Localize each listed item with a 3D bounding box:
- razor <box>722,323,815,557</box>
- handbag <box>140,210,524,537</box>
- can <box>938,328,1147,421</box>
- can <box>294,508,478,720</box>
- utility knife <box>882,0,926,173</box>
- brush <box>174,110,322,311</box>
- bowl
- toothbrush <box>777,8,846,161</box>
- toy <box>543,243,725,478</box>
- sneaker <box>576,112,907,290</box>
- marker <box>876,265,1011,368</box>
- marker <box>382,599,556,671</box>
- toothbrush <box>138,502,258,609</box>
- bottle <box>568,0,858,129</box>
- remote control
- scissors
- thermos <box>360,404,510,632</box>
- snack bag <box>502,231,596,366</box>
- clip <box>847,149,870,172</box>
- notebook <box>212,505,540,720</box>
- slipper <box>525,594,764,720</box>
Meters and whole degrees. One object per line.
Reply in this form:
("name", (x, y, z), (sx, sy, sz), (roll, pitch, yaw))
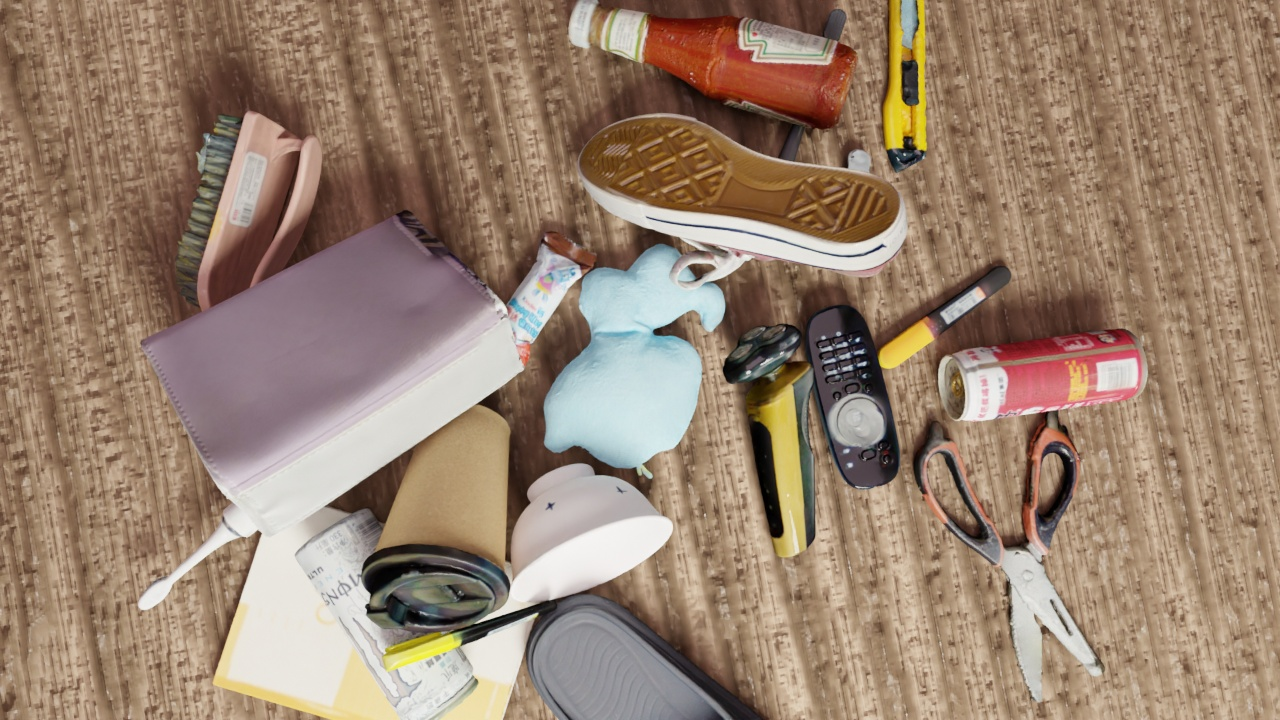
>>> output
("razor", (0.098, 0.058, 0.661), (0.067, 0.062, 0.167), (-10, 95, -25))
("handbag", (-0.198, 0.000, 0.601), (0.196, 0.099, 0.145), (-34, 64, -18))
("can", (0.291, 0.011, 0.669), (0.132, 0.053, 0.053), (-8, 88, -3))
("can", (-0.173, 0.176, 0.628), (0.058, 0.058, 0.146), (-33, 89, -4))
("utility knife", (0.199, -0.230, 0.692), (0.033, 0.015, 0.177), (0, 88, -6))
("brush", (-0.274, -0.095, 0.641), (0.073, 0.063, 0.145), (16, 88, 8))
("bowl", (-0.044, 0.111, 0.633), (0.118, 0.118, 0.064), (-24, 63, -3))
("toothbrush", (0.118, -0.176, 0.688), (0.015, 0.018, 0.181), (20, 89, 1))
("toy", (-0.004, 0.004, 0.658), (0.161, 0.050, 0.156), (-21, 80, -8))
("sneaker", (0.065, -0.101, 0.637), (0.241, 0.088, 0.118), (20, 65, 25))
("marker", (0.228, -0.033, 0.688), (0.123, 0.015, 0.018), (-35, 91, -6))
("marker", (-0.111, 0.180, 0.613), (0.124, 0.018, 0.015), (-11, 68, -32))
("toothbrush", (-0.260, 0.095, 0.643), (0.221, 0.026, 0.027), (-41, 113, -9))
("bottle", (0.049, -0.219, 0.660), (0.206, 0.060, 0.059), (17, 87, 7))
("remote control", (0.155, 0.027, 0.677), (0.053, 0.024, 0.136), (-14, 90, -3))
("scissors", (0.282, 0.136, 0.683), (0.189, 0.015, 0.224), (22, 87, -2))
("thermos", (-0.126, 0.102, 0.606), (0.093, 0.093, 0.143), (5, 51, -3))
("snack bag", (-0.076, -0.043, 0.667), (0.045, 0.026, 0.105), (33, 87, 17))
("clip", (0.160, -0.131, 0.687), (0.027, 0.044, 0.058), (10, 82, -1))
("notebook", (-0.186, 0.192, 0.662), (0.206, 0.010, 0.146), (18, 86, -2))
("slipper", (0.027, 0.276, 0.633), (0.268, 0.083, 0.110), (43, 88, -2))
